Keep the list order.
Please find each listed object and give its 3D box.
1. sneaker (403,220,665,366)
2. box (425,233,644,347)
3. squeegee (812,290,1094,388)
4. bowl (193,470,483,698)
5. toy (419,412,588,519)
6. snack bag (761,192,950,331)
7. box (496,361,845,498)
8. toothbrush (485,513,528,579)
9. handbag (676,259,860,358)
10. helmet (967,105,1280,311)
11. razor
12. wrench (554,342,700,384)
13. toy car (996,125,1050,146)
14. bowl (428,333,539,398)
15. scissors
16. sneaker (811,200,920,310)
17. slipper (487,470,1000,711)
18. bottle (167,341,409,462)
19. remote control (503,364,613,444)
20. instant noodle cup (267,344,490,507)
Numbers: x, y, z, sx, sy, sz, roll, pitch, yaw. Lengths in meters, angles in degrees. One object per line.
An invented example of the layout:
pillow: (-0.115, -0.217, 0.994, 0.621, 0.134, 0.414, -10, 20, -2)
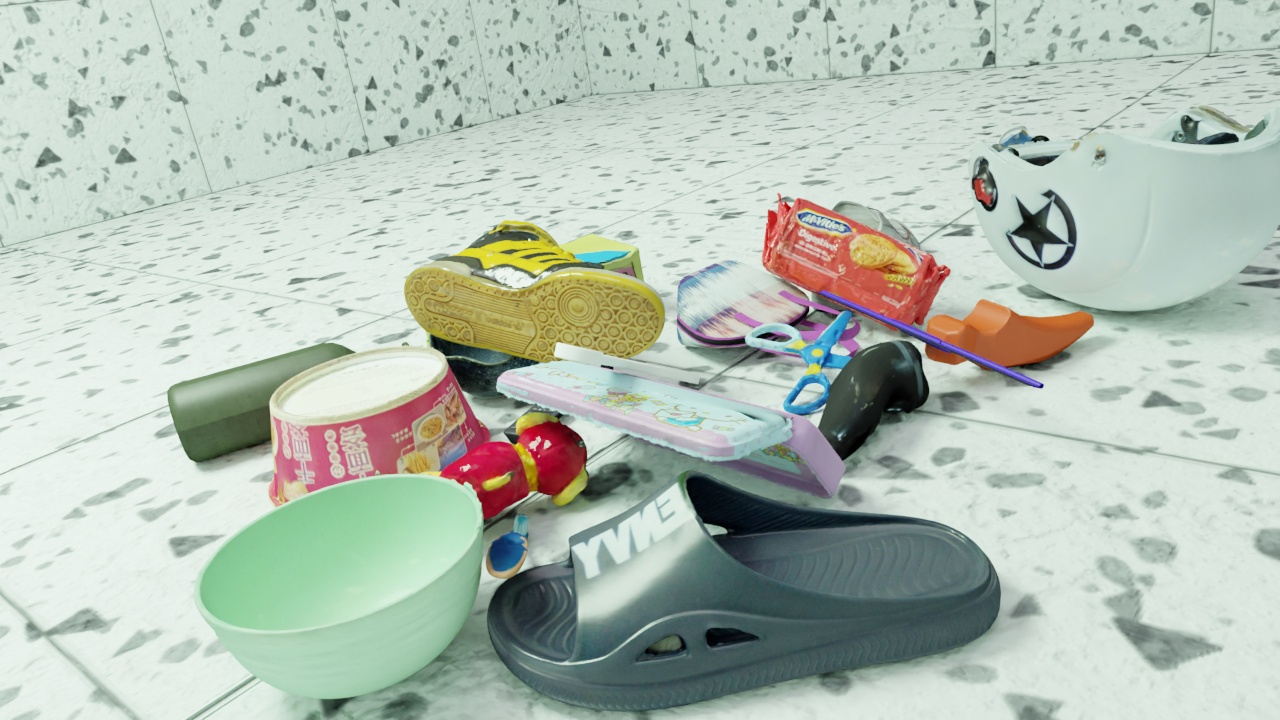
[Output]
sneaker: (-0.076, -0.063, 0.806, 0.239, 0.086, 0.121, 9, 29, 20)
box: (-0.114, -0.061, 0.968, 0.220, 0.082, 0.124, -23, 24, -25)
squeegee: (0.282, -0.019, 0.724, 0.184, 0.055, 0.249, -8, 21, -21)
bowl: (-0.153, 0.129, 0.500, 0.151, 0.077, 0.150, -8, 22, 3)
toy: (-0.100, 0.079, 0.623, 0.137, 0.067, 0.106, -16, 2, -19)
snack bag: (0.190, -0.088, 0.848, 0.176, 0.082, 0.082, 28, 36, 20)
box: (0.017, 0.038, 0.614, 0.214, 0.051, 0.148, 13, -4, 43)
toothbrush: (-0.075, 0.108, 0.541, 0.021, 0.017, 0.135, 6, -1, -2)
handbag: (0.123, -0.037, 0.843, 0.170, 0.068, 0.144, 21, 35, 40)
helmet: (0.418, -0.130, 0.812, 0.236, 0.164, 0.264, -11, 15, -17)
razor: (0.165, 0.034, 0.661, 0.064, 0.053, 0.140, 34, 44, 13)
wrench: (-0.004, 0.004, 0.679, 0.047, 0.009, 0.273, 13, 0, 16)
toy car: (0.430, -0.178, 0.977, 0.056, 0.153, 0.055, -32, -7, -29)
bowl: (-0.138, 0.000, 0.838, 0.110, 0.055, 0.110, 2, 24, -1)
scissors: (0.141, -0.003, 0.754, 0.130, 0.014, 0.125, 23, 53, 28)
sneaker: (0.240, -0.131, 0.981, 0.099, 0.089, 0.235, 3, 24, 28)
slipper: (0.048, 0.107, 0.471, 0.268, 0.083, 0.110, -7, 23, 2)
bottle: (-0.306, 0.027, 0.825, 0.206, 0.071, 0.071, -18, 23, -22)
remote control: (-0.067, 0.035, 0.786, 0.032, 0.015, 0.136, 3, 27, 29)
instant noodle cup: (-0.214, 0.047, 0.729, 0.179, 0.078, 0.178, -7, 21, 3)
